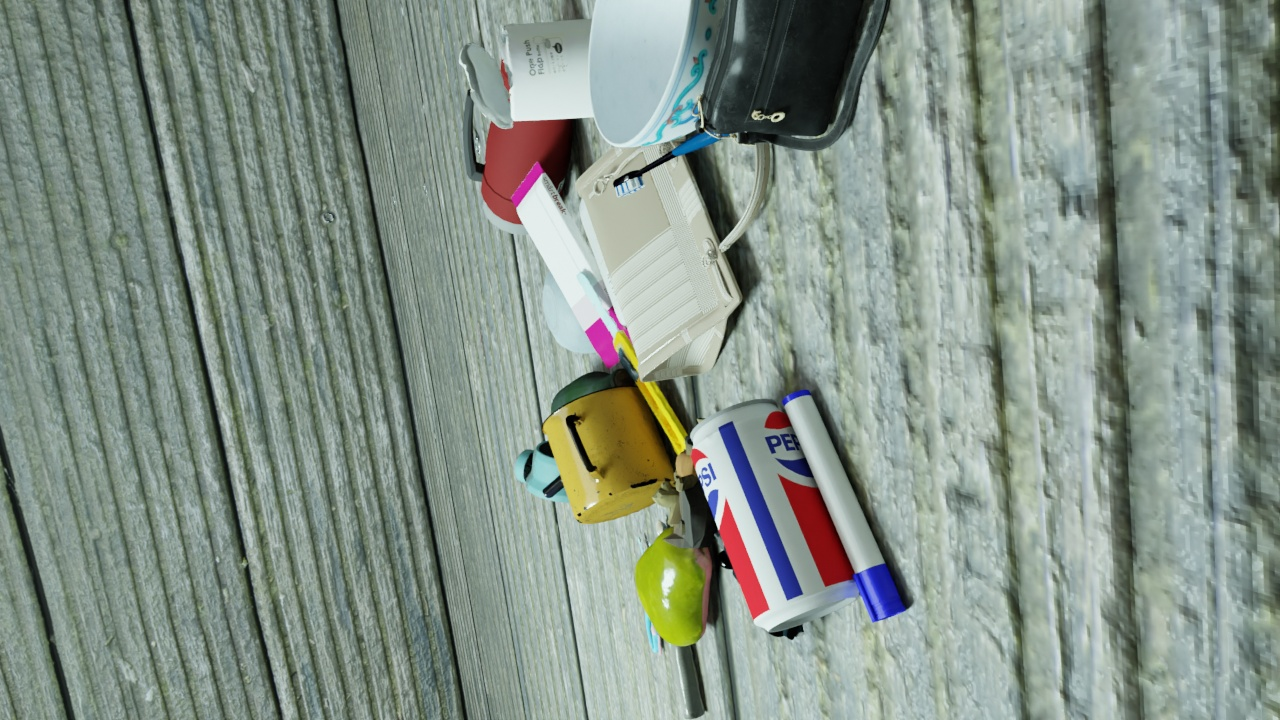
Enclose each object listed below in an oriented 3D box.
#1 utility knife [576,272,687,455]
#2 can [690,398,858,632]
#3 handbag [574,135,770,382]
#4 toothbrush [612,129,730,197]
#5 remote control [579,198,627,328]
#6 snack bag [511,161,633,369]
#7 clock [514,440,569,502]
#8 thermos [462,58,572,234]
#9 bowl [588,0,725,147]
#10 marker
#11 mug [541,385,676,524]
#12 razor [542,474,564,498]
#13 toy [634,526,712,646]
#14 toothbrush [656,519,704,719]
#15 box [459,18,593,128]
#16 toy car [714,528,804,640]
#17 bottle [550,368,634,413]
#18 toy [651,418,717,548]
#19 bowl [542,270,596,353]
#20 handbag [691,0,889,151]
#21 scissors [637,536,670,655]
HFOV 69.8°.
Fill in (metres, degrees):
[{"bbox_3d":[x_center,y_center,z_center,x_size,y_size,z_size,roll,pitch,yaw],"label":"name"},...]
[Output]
[{"bbox_3d":[-0.005,0.005,0.805,0.223,0.019,0.031,61,151,27],"label":"utility knife"},{"bbox_3d":[0.083,0.096,0.578,0.070,0.070,0.132,115,139,-58],"label":"can"},{"bbox_3d":[0.035,-0.107,0.646,0.198,0.062,0.175,-49,55,55],"label":"handbag"},{"bbox_3d":[0.036,-0.138,0.588,0.168,0.014,0.014,-17,91,50],"label":"toothbrush"},{"bbox_3d":[-0.021,-0.098,0.816,0.060,0.025,0.138,122,131,-62],"label":"remote control"},{"bbox_3d":[-0.062,-0.089,0.870,0.196,0.016,0.070,60,143,6],"label":"snack bag"},{"bbox_3d":[-0.087,0.118,1.013,0.124,0.089,0.053,23,111,53],"label":"clock"},{"bbox_3d":[-0.119,-0.220,0.897,0.199,0.108,0.083,111,162,-52],"label":"thermos"},{"bbox_3d":[0.030,-0.194,0.542,0.144,0.074,0.144,-178,90,-65],"label":"bowl"},{"bbox_3d":[0.119,0.084,0.547,0.020,0.020,0.141,116,138,-59],"label":"marker"},{"bbox_3d":[-0.030,0.084,0.808,0.123,0.101,0.094,33,-147,-65],"label":"mug"},{"bbox_3d":[-0.052,0.099,0.911,0.145,0.022,0.042,-39,58,31],"label":"razor"},{"bbox_3d":[0.031,0.191,0.792,0.090,0.051,0.110,60,150,37],"label":"toy"},{"bbox_3d":[0.033,0.240,0.855,0.022,0.024,0.185,-11,90,31],"label":"toothbrush"},{"bbox_3d":[-0.077,-0.228,0.736,0.089,0.143,0.080,158,106,-81],"label":"box"},{"bbox_3d":[0.086,0.145,0.646,0.112,0.034,0.046,-130,35,-54],"label":"toy car"},{"bbox_3d":[-0.041,0.035,0.899,0.174,0.055,0.055,146,111,-67],"label":"bottle"},{"bbox_3d":[0.041,0.095,0.711,0.076,0.062,0.100,-83,-6,-86],"label":"toy"},{"bbox_3d":[-0.076,-0.056,0.960,0.106,0.039,0.106,169,90,-70],"label":"bowl"},{"bbox_3d":[0.071,-0.161,0.462,0.129,0.079,0.054,100,150,-46],"label":"handbag"},{"bbox_3d":[0.020,0.244,0.903,0.111,0.015,0.141,-141,39,-60],"label":"scissors"}]
